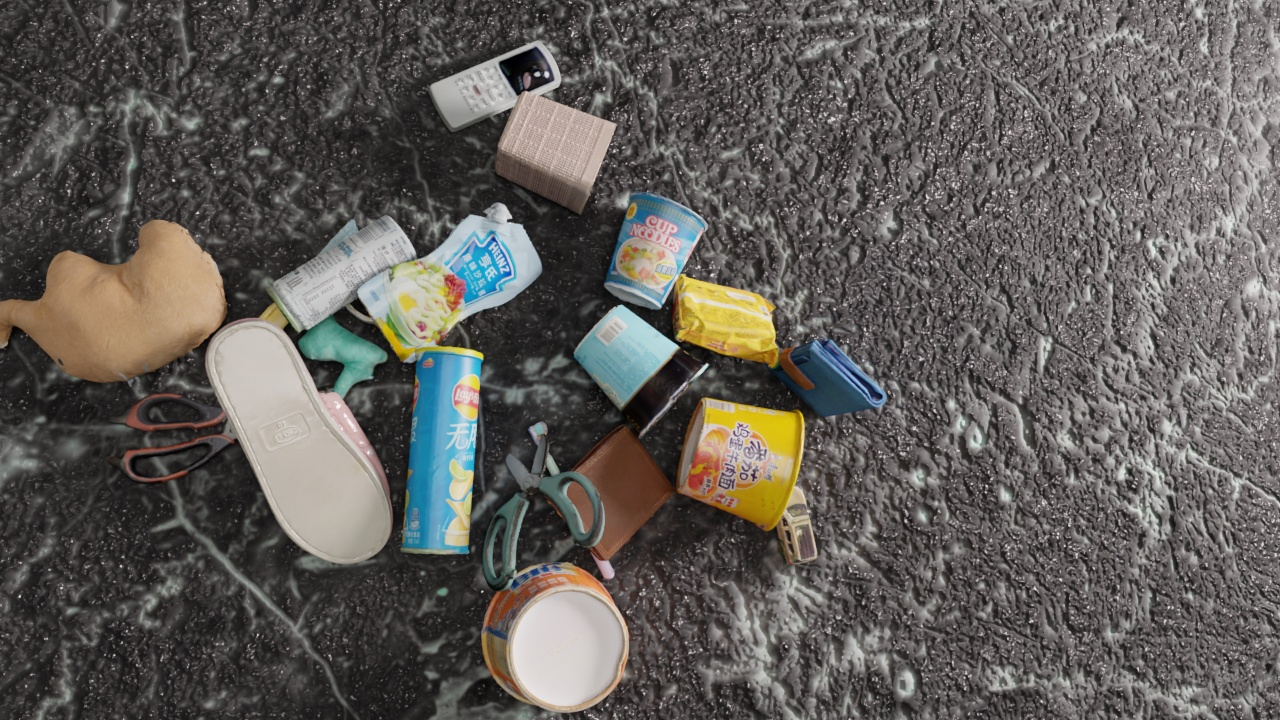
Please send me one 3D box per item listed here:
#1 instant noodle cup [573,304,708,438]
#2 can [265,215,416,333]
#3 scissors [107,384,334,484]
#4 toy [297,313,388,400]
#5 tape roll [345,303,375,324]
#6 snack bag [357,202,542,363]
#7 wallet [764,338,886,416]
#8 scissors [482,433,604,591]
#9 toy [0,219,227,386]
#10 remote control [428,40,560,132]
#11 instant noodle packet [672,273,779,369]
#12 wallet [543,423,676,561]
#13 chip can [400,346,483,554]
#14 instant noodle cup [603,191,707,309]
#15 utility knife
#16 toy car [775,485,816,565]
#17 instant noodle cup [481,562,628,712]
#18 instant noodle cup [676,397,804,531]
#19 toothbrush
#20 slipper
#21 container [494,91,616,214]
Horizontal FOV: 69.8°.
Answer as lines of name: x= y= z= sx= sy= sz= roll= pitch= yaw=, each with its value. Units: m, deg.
instant noodle cup: x=-0.006 y=0.006 z=1.011 sx=0.120 sy=0.111 sz=0.111 roll=42 pitch=74 yaw=4
can: x=-0.308 y=-0.090 z=0.951 sx=0.146 sy=0.058 sz=0.058 roll=-36 pitch=91 yaw=-16
scissors: x=-0.424 y=0.054 z=0.937 sx=0.193 sy=0.015 sz=0.206 roll=36 pitch=75 yaw=-6
toy: x=-0.315 y=-0.007 z=0.966 sx=0.092 sy=0.030 sz=0.096 roll=26 pitch=68 yaw=-7
tape roll: x=-0.282 y=-0.081 z=0.995 sx=0.085 sy=0.014 sz=0.085 roll=2 pitch=81 yaw=-14
snack bag: x=-0.199 y=-0.085 z=0.984 sx=0.190 sy=0.039 sz=0.110 roll=-35 pitch=121 yaw=-15
wallet: x=0.206 y=0.022 z=1.040 sx=0.106 sy=0.133 sz=0.040 roll=42 pitch=74 yaw=-6
scissors: x=-0.113 y=0.171 z=0.952 sx=0.019 sy=0.170 sz=0.180 roll=25 pitch=99 yaw=-48
toy: x=-0.524 y=-0.043 z=0.899 sx=0.225 sy=0.083 sz=0.143 roll=-24 pitch=83 yaw=-13
remote control: x=-0.166 y=-0.317 z=1.057 sx=0.149 sy=0.021 sz=0.058 roll=-29 pitch=90 yaw=-16
instant noodle packet: x=0.098 y=-0.045 z=1.052 sx=0.128 sy=0.044 sz=0.110 roll=15 pitch=40 yaw=-12
wallet: x=-0.030 y=0.144 z=1.005 sx=0.124 sy=0.032 sz=0.101 roll=-42 pitch=100 yaw=-25
chip can: x=-0.207 y=0.094 z=0.957 sx=0.071 sy=0.071 sz=0.210 roll=5 pitch=80 yaw=-14
instant noodle cup: x=0.012 y=-0.119 z=1.039 sx=0.099 sy=0.099 sz=0.110 roll=23 pitch=84 yaw=-10
utility knife: x=-0.372 y=-0.064 z=0.973 sx=0.031 sy=0.022 sz=0.219 roll=40 pitch=70 yaw=-11
toy car: x=0.178 y=0.189 z=1.059 sx=0.042 sy=0.035 sz=0.090 roll=-9 pitch=82 yaw=-17
instant noodle cup: x=-0.082 y=0.286 z=0.938 sx=0.151 sy=0.112 sz=0.151 roll=2 pitch=81 yaw=-14
instant noodle cup: x=0.105 y=0.107 z=1.007 sx=0.110 sy=0.138 sz=0.138 roll=15 pitch=78 yaw=-4
toothbrush: x=-0.074 y=0.155 z=1.009 sx=0.189 sy=0.021 sz=0.029 roll=64 pitch=30 yaw=0
slipper: x=-0.342 y=0.084 z=0.925 sx=0.114 sy=0.054 sz=0.274 roll=-30 pitch=104 yaw=-13
container: x=-0.098 y=-0.234 z=1.028 sx=0.111 sy=0.090 sz=0.089 roll=21 pitch=77 yaw=-7
